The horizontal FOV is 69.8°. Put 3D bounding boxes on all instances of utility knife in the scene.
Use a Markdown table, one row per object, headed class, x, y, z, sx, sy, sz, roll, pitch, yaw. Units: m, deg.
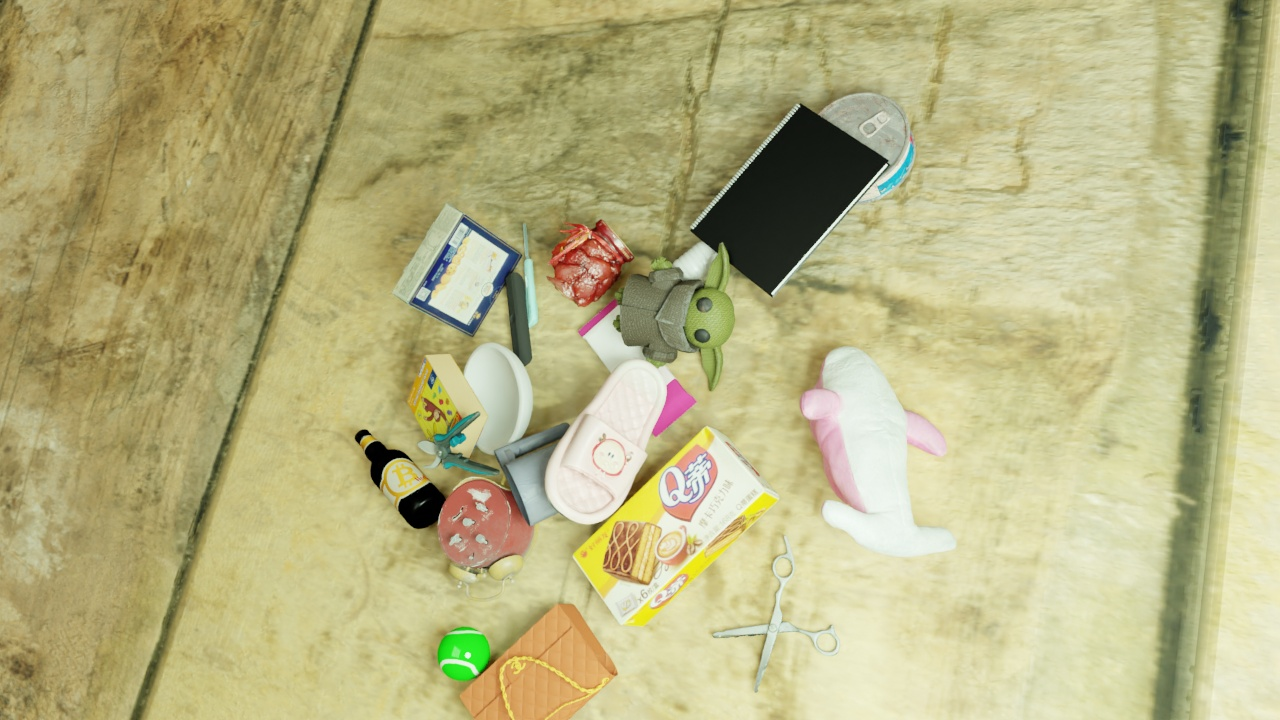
| class | x | y | z | sx | sy | sz | roll | pitch | yaw |
| --- | --- | --- | --- | --- | --- | --- | --- | --- | --- |
| utility knife | -0.159 | -0.125 | 1.311 | 0.022 | 0.015 | 0.165 | -36 | 54 | 50 |

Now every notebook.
| class | x | y | z | sx | sy | sz | roll | pitch | yaw |
| --- | --- | --- | --- | --- | --- | --- | --- | --- | --- |
| notebook | 0.176 | -0.198 | 1.114 | 0.207 | 0.016 | 0.149 | -49 | 60 | 5 |

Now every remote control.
| class | x | y | z | sx | sy | sz | roll | pitch | yaw |
| --- | --- | --- | --- | --- | --- | --- | --- | --- | --- |
| remote control | -0.172 | -0.054 | 1.285 | 0.033 | 0.015 | 0.146 | -33 | 58 | 44 |

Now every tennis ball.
| class | x | y | z | sx | sy | sz | roll | pitch | yaw |
| --- | --- | --- | --- | --- | --- | --- | --- | --- | --- |
| tennis ball | -0.221 | 0.367 | 1.148 | 0.065 | 0.065 | 0.065 | -9 | 70 | 24 |

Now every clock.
| class | x | y | z | sx | sy | sz | roll | pitch | yaw |
| --- | --- | --- | --- | --- | --- | --- | --- | --- | --- |
| clock | -0.201 | 0.227 | 1.175 | 0.117 | 0.081 | 0.158 | -11 | 69 | 23 |

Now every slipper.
| class | x | y | z | sx | sy | sz | roll | pitch | yaw |
| --- | --- | --- | --- | --- | --- | --- | --- | --- | --- |
| slipper | -0.031 | 0.095 | 1.091 | 0.056 | 0.107 | 0.221 | -15 | 40 | 57 |

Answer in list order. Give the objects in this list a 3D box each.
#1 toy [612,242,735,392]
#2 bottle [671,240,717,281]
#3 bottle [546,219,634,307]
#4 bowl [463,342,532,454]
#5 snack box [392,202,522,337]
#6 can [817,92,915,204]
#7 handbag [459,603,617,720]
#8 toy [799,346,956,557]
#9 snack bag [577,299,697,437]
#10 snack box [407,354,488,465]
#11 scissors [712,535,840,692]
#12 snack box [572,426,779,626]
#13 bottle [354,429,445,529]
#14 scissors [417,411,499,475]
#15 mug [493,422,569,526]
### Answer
| class | x | y | z | sx | sy | sz | roll | pitch | yaw |
| --- | --- | --- | --- | --- | --- | --- | --- | --- | --- |
| toy | 0.041 | -0.056 | 1.135 | 0.153 | 0.078 | 0.179 | 7 | 100 | 22 |
| bottle | 0.085 | -0.132 | 1.173 | 0.136 | 0.044 | 0.044 | -38 | 61 | 11 |
| bottle | -0.075 | -0.133 | 1.225 | 0.111 | 0.099 | 0.099 | -42 | 60 | 3 |
| bowl | -0.185 | 0.051 | 1.232 | 0.150 | 0.043 | 0.149 | 2 | 93 | 48 |
| snack box | -0.252 | -0.122 | 1.280 | 0.043 | 0.145 | 0.144 | 30 | 88 | 33 |
| can | 0.267 | -0.259 | 1.124 | 0.130 | 0.044 | 0.129 | -9 | 70 | 24 |
| handbag | -0.123 | 0.390 | 1.097 | 0.172 | 0.060 | 0.109 | -44 | 64 | 7 |
| toy | 0.232 | 0.104 | 0.983 | 0.265 | 0.186 | 0.128 | -94 | 25 | -44 |
| snack bag | -0.007 | 0.007 | 1.189 | 0.070 | 0.016 | 0.196 | -41 | 60 | 6 |
| snack box | -0.266 | 0.066 | 1.258 | 0.125 | 0.040 | 0.088 | 52 | 129 | 33 |
| scissors | 0.155 | 0.283 | 1.019 | 0.142 | 0.014 | 0.175 | 8 | 75 | 25 |
| snack box | 0.039 | 0.195 | 1.077 | 0.230 | 0.061 | 0.110 | -45 | 59 | 7 |
| bottle | -0.345 | 0.157 | 1.283 | 0.181 | 0.059 | 0.059 | 39 | 93 | 31 |
| scissors | -0.234 | 0.119 | 1.190 | 0.124 | 0.019 | 0.155 | 47 | 127 | 15 |
| mug | -0.115 | 0.135 | 1.147 | 0.104 | 0.084 | 0.124 | -22 | 42 | -15 |
